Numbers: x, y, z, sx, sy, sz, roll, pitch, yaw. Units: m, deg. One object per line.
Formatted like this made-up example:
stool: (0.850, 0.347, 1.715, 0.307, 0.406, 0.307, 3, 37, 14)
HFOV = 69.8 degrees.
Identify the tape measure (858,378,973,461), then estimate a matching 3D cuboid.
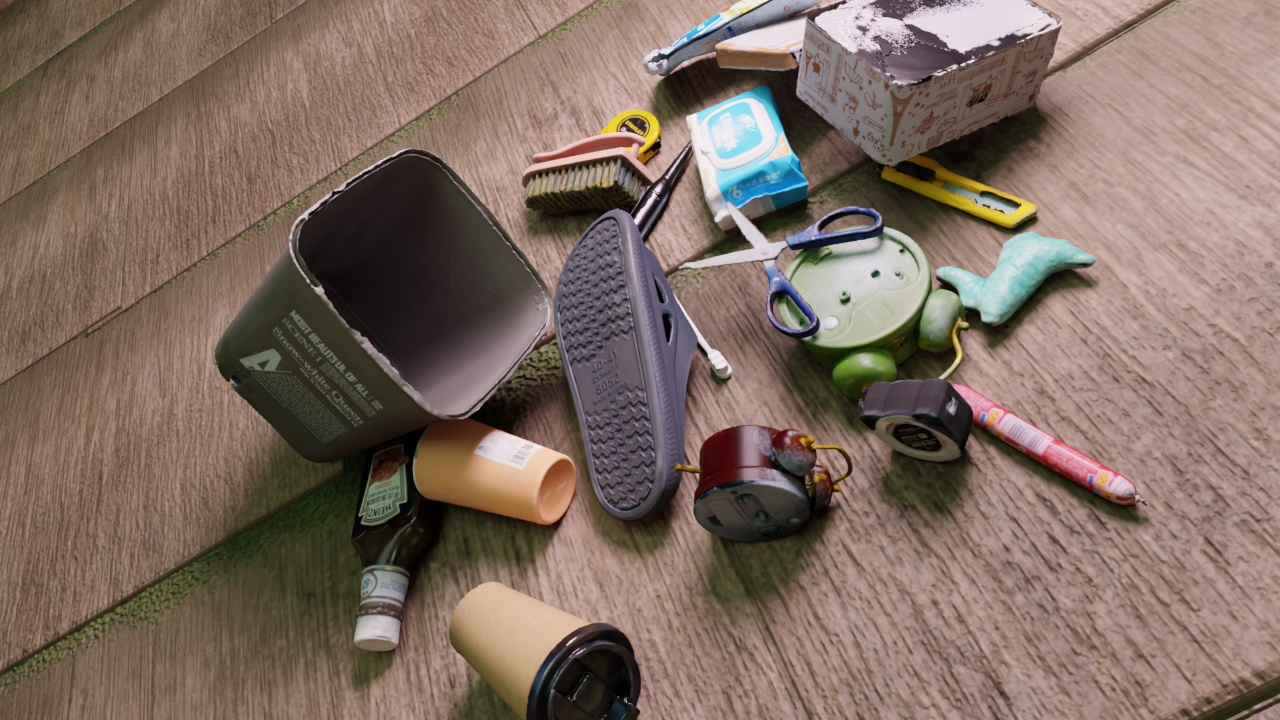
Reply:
tape measure: (0.196, 0.042, 0.641, 0.066, 0.066, 0.033, -2, 54, 49)

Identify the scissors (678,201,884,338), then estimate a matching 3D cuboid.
scissors: (0.111, -0.082, 0.732, 0.176, 0.012, 0.162, -16, 52, 19)

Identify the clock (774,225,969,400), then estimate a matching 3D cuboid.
clock: (0.179, -0.034, 0.709, 0.116, 0.056, 0.161, -36, 49, 2)

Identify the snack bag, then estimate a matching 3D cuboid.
snack bag: (0.090, -0.340, 0.940, 0.191, 0.039, 0.110, -22, 18, 20)

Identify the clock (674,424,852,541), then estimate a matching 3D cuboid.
clock: (0.091, 0.086, 0.658, 0.122, 0.082, 0.055, -15, 46, 22)

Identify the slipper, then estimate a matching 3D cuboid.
slipper: (-0.005, 0.005, 0.774, 0.111, 0.083, 0.267, -29, 62, 39)

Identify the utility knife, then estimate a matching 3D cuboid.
utility knife: (0.260, -0.147, 0.769, 0.033, 0.015, 0.154, -50, 50, -6)

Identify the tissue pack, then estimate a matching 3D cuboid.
tissue pack: (0.098, -0.191, 0.856, 0.090, 0.063, 0.139, -21, 51, 13)

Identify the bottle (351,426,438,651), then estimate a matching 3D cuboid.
bottle: (-0.217, 0.153, 0.803, 0.080, 0.044, 0.194, -18, 52, 25)

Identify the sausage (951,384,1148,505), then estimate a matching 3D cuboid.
sausage: (0.268, 0.056, 0.623, 0.020, 0.020, 0.156, -46, 49, -7)

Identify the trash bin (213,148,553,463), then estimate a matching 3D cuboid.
trash bin: (-0.235, -0.029, 0.798, 0.220, 0.199, 0.198, -27, 18, 39)

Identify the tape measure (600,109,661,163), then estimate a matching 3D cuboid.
tape measure: (-0.006, -0.233, 0.964, 0.057, 0.029, 0.060, -43, 66, -9)

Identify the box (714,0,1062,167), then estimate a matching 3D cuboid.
box: (0.204, -0.281, 0.810, 0.177, 0.107, 0.272, -25, 41, -18)

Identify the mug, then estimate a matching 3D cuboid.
mug: (-0.120, 0.094, 0.773, 0.123, 0.078, 0.078, 11, 64, 28)

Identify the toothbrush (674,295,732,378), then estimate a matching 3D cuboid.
toothbrush: (0.034, -0.046, 0.822, 0.016, 0.016, 0.180, -32, 48, -2)

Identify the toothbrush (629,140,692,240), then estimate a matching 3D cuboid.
toothbrush: (0.015, -0.160, 0.904, 0.026, 0.027, 0.212, 26, 72, 17)

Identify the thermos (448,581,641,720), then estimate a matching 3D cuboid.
thermos: (-0.073, 0.214, 0.658, 0.143, 0.093, 0.093, 15, 66, 45)

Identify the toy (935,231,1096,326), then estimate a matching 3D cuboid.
toy: (0.276, -0.064, 0.695, 0.092, 0.030, 0.096, -45, 43, -9)

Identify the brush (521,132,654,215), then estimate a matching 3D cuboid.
brush: (-0.060, -0.191, 0.940, 0.146, 0.063, 0.073, -1, 71, 34)
